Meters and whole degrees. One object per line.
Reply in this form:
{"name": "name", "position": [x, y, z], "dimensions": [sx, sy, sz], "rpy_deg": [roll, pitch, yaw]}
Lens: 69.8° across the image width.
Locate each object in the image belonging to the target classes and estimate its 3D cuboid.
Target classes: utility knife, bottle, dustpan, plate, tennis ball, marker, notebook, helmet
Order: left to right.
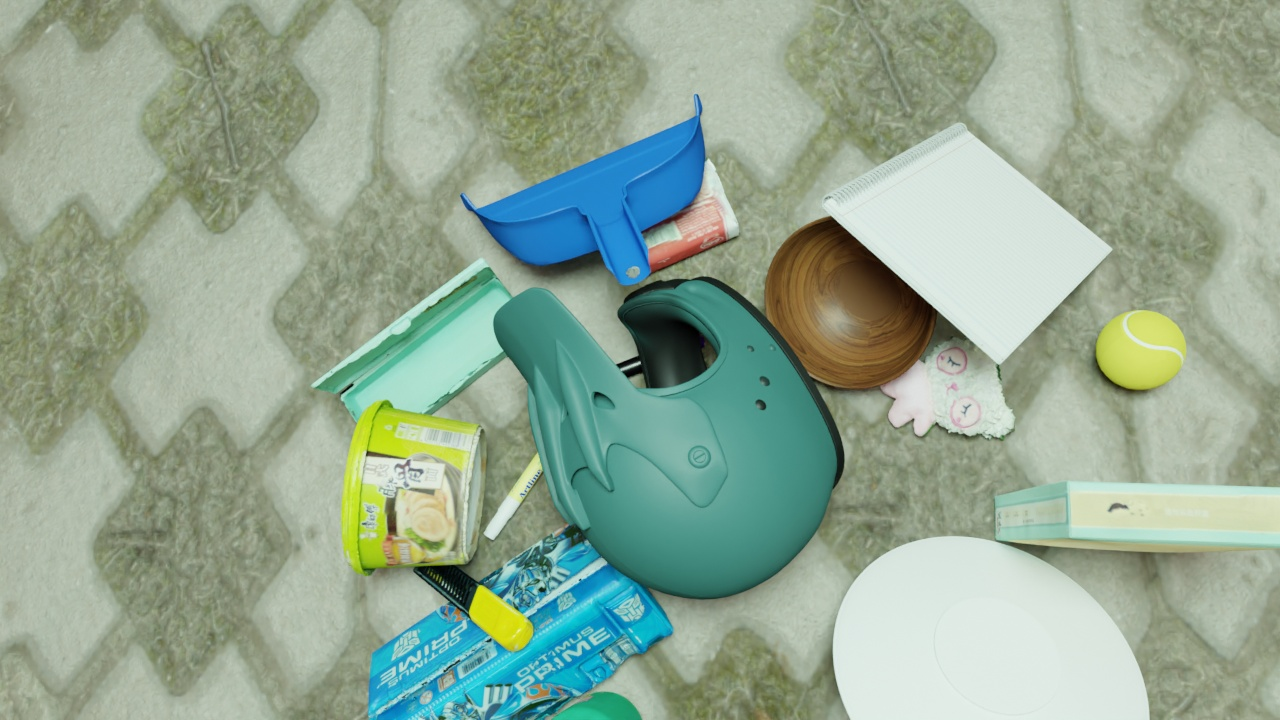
{"name": "utility knife", "position": [-0.146, 0.192, 0.761], "dimensions": [0.173, 0.020, 0.028], "rpy_deg": [21, 60, 45]}
{"name": "marker", "position": [-0.098, 0.102, 0.821], "dimensions": [0.014, 0.014, 0.132], "rpy_deg": [33, 83, 13]}
{"name": "bottle", "position": [-0.042, 0.287, 0.668], "dimensions": [0.068, 0.210, 0.068], "rpy_deg": [-2, 76, 7]}
{"name": "dustpan", "position": [-0.030, -0.129, 0.776], "dimensions": [0.245, 0.059, 0.257], "rpy_deg": [-23, 42, 2]}
{"name": "marker", "position": [-0.005, 0.005, 0.829], "dimensions": [0.134, 0.018, 0.015], "rpy_deg": [-21, 95, 2]}
{"name": "helmet", "position": [0.015, 0.055, 0.711], "dimensions": [0.199, 0.177, 0.274], "rpy_deg": [-25, 77, -30]}
{"name": "notebook", "position": [0.274, -0.109, 0.750], "dimensions": [0.178, 0.013, 0.244], "rpy_deg": [45, 48, 15]}
{"name": "plate", "position": [0.261, 0.223, 0.682], "dimensions": [0.229, 0.030, 0.228], "rpy_deg": [0, 48, 0]}
{"name": "tennis ball", "position": [0.411, -0.009, 0.754], "dimensions": [0.065, 0.065, 0.065], "rpy_deg": [-2, 76, 7]}

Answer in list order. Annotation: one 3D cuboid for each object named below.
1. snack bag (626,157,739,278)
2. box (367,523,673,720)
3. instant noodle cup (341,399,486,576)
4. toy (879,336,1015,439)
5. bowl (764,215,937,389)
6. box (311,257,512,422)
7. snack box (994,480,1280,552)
{"name": "snack bag", "position": [0.026, -0.130, 0.848], "dimensions": [0.116, 0.036, 0.077], "rpy_deg": [-23, 74, 2]}
{"name": "box", "position": [-0.109, 0.237, 0.779], "dimensions": [0.243, 0.094, 0.115], "rpy_deg": [-33, 34, -1]}
{"name": "instant noodle cup", "position": [-0.185, 0.109, 0.771], "dimensions": [0.098, 0.146, 0.146], "rpy_deg": [5, 77, -4]}
{"name": "toy", "position": [0.260, 0.025, 0.781], "dimensions": [0.109, 0.041, 0.095], "rpy_deg": [-10, 77, 11]}
{"name": "bowl", "position": [0.187, -0.055, 0.783], "dimensions": [0.147, 0.068, 0.147], "rpy_deg": [12, 113, 31]}
{"name": "box", "position": [-0.194, -0.009, 0.820], "dimensions": [0.188, 0.093, 0.077], "rpy_deg": [-37, 74, -2]}
{"name": "snack box", "position": [0.354, 0.116, 0.666], "dimensions": [0.141, 0.193, 0.044], "rpy_deg": [1, 79, 8]}
